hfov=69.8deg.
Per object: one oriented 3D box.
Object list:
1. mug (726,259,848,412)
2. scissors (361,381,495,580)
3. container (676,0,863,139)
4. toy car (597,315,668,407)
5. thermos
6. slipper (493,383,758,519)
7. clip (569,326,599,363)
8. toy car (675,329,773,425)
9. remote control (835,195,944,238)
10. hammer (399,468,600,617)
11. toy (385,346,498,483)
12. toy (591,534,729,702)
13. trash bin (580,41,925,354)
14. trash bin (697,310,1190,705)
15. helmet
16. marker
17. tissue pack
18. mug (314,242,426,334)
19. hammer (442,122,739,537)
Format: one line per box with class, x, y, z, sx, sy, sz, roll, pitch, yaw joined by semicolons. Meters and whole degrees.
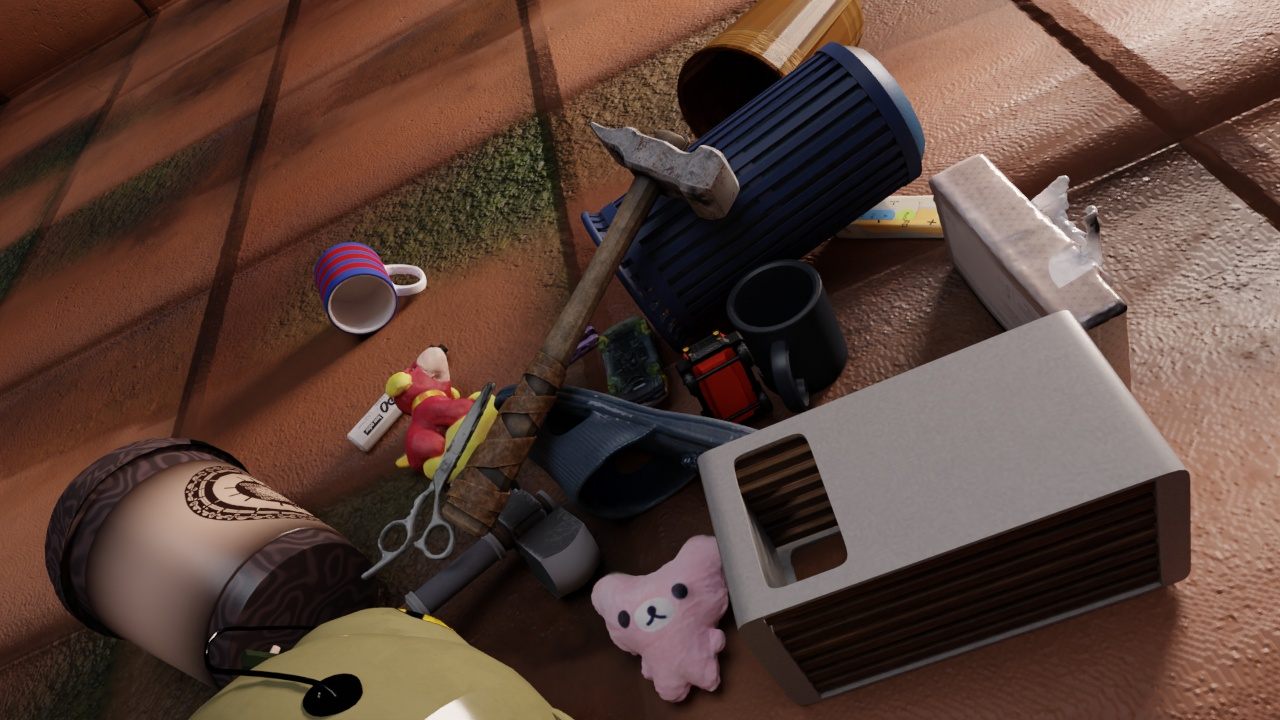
mug;0.109;-0.011;0.677;0.071;0.077;0.104;-13;46;21
scissors;-0.157;0.087;0.688;0.090;0.014;0.171;-5;60;13
container;0.135;-0.289;0.887;0.132;0.132;0.166;12;53;38
toy car;-0.005;0.005;0.766;0.048;0.033;0.105;-28;38;9
thermos;-0.333;0.168;0.727;0.226;0.173;0.172;15;61;32
slipper;-0.005;0.078;0.662;0.264;0.101;0.082;8;73;36
clip;-0.061;-0.014;0.833;0.053;0.013;0.037;-23;44;8
toy car;0.059;0.015;0.667;0.051;0.100;0.048;-29;49;2
remote control;0.219;-0.117;0.753;0.126;0.018;0.038;5;55;32
hammer;-0.187;0.198;0.641;0.321;0.043;0.156;-38;41;-24
toy;-0.177;0.056;0.811;0.105;0.067;0.137;-42;55;-6
toy;0.021;0.169;0.589;0.099;0.053;0.095;-26;55;13
trash bin;0.093;-0.133;0.735;0.250;0.139;0.139;-35;42;6
trash bin;0.165;0.088;0.524;0.229;0.114;0.114;-23;43;11
helmet;-0.113;0.248;0.428;0.233;0.256;0.249;-6;50;31
marker;-0.230;0.033;0.884;0.025;0.025;0.125;21;65;42
tissue pack;0.265;-0.062;0.612;0.071;0.104;0.181;-23;42;8
mug;-0.293;-0.083;1.003;0.111;0.075;0.076;-16;38;-20
hammer;-0.049;-0.026;0.648;0.121;0.049;0.318;24;82;28
